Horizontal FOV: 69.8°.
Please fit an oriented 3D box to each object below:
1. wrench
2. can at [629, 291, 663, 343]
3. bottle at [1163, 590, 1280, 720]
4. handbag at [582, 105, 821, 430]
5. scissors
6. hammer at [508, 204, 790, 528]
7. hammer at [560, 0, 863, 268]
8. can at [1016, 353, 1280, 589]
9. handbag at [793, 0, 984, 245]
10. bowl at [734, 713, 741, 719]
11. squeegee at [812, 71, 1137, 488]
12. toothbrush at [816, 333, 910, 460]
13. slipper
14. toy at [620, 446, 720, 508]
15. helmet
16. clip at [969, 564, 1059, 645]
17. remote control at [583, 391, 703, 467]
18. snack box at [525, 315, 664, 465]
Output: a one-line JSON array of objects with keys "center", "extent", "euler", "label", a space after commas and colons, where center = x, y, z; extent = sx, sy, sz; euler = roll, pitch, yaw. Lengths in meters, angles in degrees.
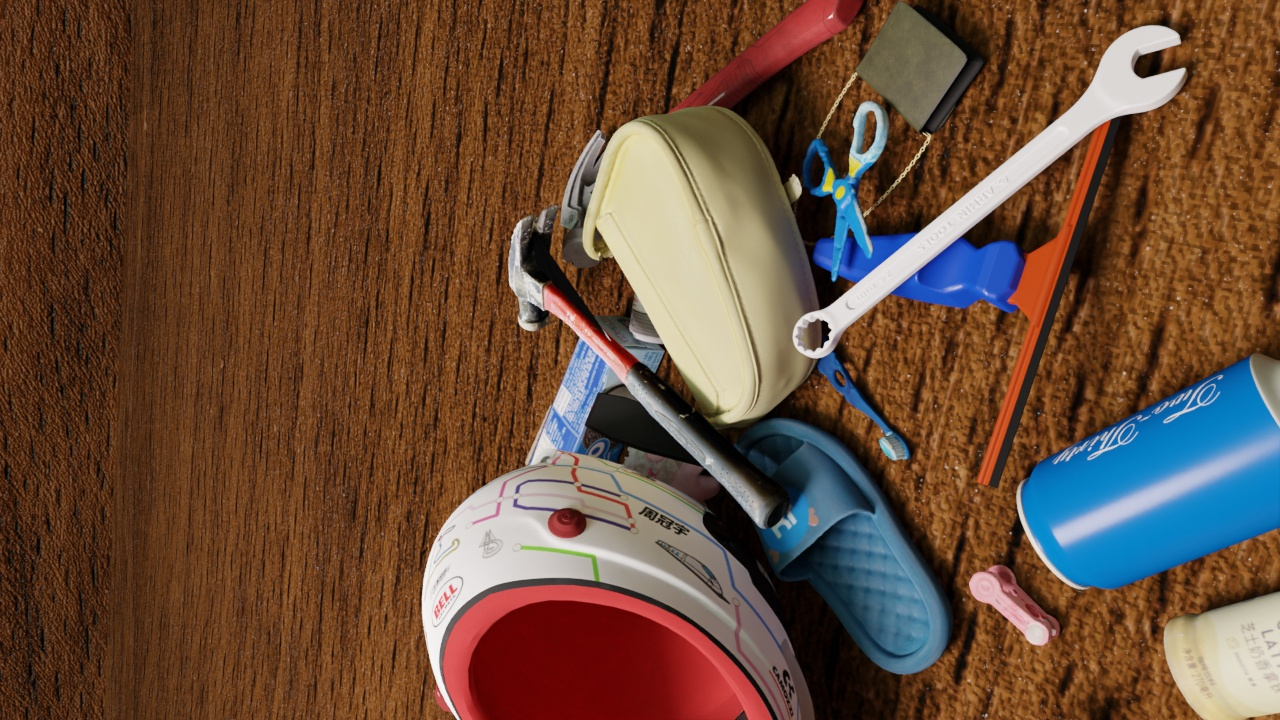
[{"center": [0.200, -0.092, 0.551], "extent": [0.274, 0.009, 0.047], "euler": [-41, 55, 20], "label": "wrench"}, {"center": [0.019, -0.070, 0.786], "extent": [0.044, 0.043, 0.107], "euler": [22, 107, 45], "label": "can"}, {"center": [0.342, 0.129, 0.435], "extent": [0.163, 0.056, 0.056], "euler": [-38, 65, 42], "label": "bottle"}, {"center": [0.049, -0.063, 0.693], "extent": [0.233, 0.088, 0.191], "euler": [61, 149, 3], "label": "handbag"}, {"center": [0.147, -0.118, 0.621], "extent": [0.105, 0.019, 0.131], "euler": [-54, 36, 43], "label": "scissors"}, {"center": [-0.004, 0.005, 0.717], "extent": [0.326, 0.036, 0.141], "euler": [44, 149, 31], "label": "hammer"}, {"center": [0.045, -0.201, 0.744], "extent": [0.317, 0.036, 0.126], "euler": [-32, 44, 37], "label": "hammer"}, {"center": [0.282, 0.062, 0.481], "extent": [0.146, 0.078, 0.079], "euler": [-41, 62, 40], "label": "can"}, {"center": [0.161, -0.154, 0.649], "extent": [0.084, 0.027, 0.178], "euler": [57, 135, 31], "label": "handbag"}, {"center": [0.013, 0.347, 0.793], "extent": [0.178, 0.070, 0.177], "euler": [3, 94, 47], "label": "bowl"}, {"center": [0.190, -0.060, 0.593], "extent": [0.185, 0.055, 0.249], "euler": [17, 86, 47], "label": "squeegee"}, {"center": [0.152, 0.020, 0.666], "extent": [0.132, 0.016, 0.021], "euler": [57, 139, 28], "label": "toothbrush"}, {"center": [0.136, 0.126, 0.659], "extent": [0.213, 0.059, 0.104], "euler": [51, 124, 31], "label": "slipper"}, {"center": [0.022, 0.099, 0.797], "extent": [0.109, 0.041, 0.096], "euler": [36, 116, 34], "label": "toy"}, {"center": [-0.013, 0.208, 0.698], "extent": [0.314, 0.235, 0.231], "euler": [35, 106, 5], "label": "helmet"}, {"center": [0.232, 0.153, 0.572], "extent": [0.058, 0.037, 0.022], "euler": [44, 119, 33], "label": "clip"}, {"center": [0.014, 0.060, 0.774], "extent": [0.125, 0.010, 0.039], "euler": [19, 77, 16], "label": "remote control"}, {"center": [-0.052, 0.067, 0.860], "extent": [0.059, 0.059, 0.227], "euler": [46, 122, 39], "label": "snack box"}]
